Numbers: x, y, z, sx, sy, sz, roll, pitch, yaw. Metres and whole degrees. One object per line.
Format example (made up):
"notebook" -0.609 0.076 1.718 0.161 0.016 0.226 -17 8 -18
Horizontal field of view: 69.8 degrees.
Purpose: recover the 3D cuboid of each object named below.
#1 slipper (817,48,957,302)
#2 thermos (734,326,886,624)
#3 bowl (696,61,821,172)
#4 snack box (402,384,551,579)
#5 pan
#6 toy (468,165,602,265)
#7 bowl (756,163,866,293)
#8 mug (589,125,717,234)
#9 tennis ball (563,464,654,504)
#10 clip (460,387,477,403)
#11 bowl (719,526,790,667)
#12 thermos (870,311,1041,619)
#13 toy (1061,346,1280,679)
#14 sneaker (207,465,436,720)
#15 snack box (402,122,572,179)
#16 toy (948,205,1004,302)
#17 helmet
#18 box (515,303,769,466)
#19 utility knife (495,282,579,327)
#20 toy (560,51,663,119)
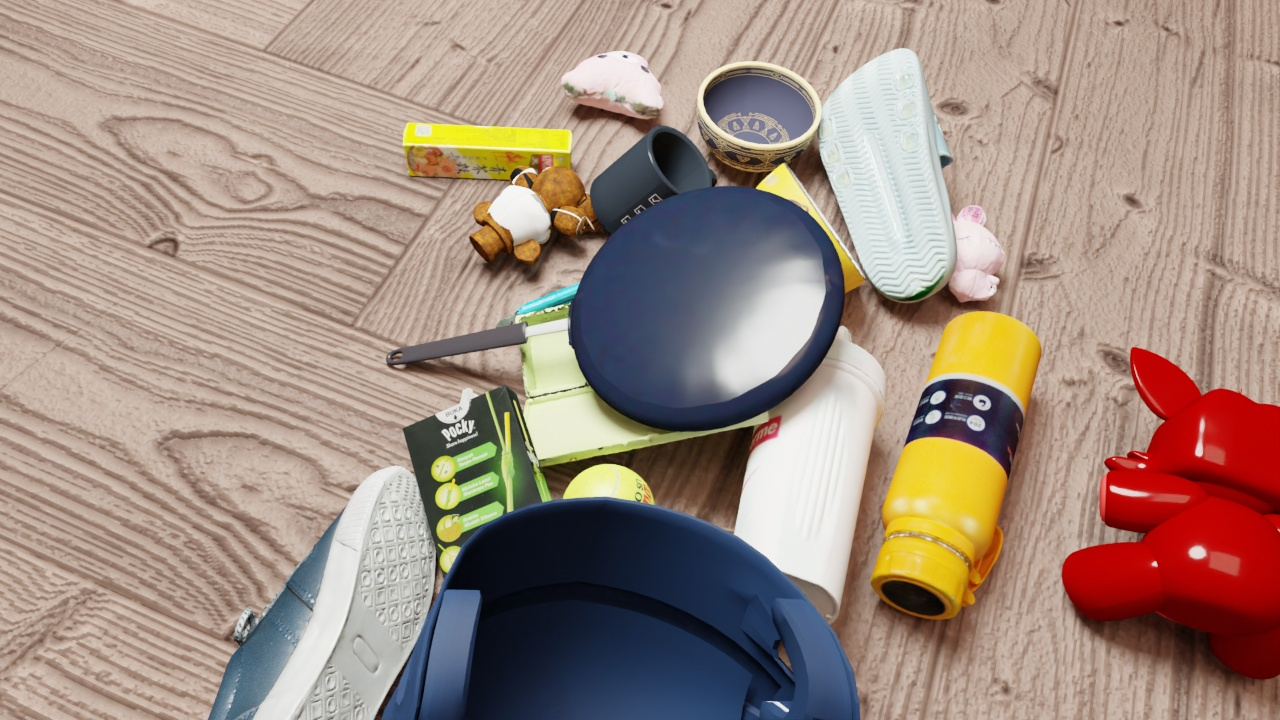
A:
"slipper" 0.225 -0.160 0.810 0.104 0.074 0.245 -22 63 33
"thermos" 0.116 0.070 0.632 0.099 0.100 0.219 16 48 5
"bowl" 0.105 -0.215 0.851 0.112 0.061 0.112 2 57 -3
"snack box" -0.104 0.100 0.628 0.080 0.025 0.147 -23 69 5
"pan" -0.032 -0.031 0.670 0.357 0.021 0.198 -10 59 16
"toy" -0.092 -0.124 0.781 0.112 0.067 0.087 -41 69 -16
"bowl" 0.126 -0.096 0.757 0.068 0.117 0.117 -35 61 15
"mug" 0.020 -0.148 0.786 0.104 0.078 0.071 -7 72 -46
"tennis ball" -0.022 0.105 0.635 0.065 0.065 0.065 2 57 -3
"clip" -0.116 0.066 0.681 0.054 0.040 0.101 -3 57 16
"bowl" 0.050 0.171 0.619 0.118 0.030 0.117 2 57 -4
"thermos" 0.238 0.075 0.669 0.091 0.076 0.232 25 58 8
"toy" 0.398 0.102 0.640 0.158 0.121 0.196 19 68 10
"sneaker" -0.201 0.169 0.572 0.087 0.089 0.234 -8 40 22
"snack box" -0.136 -0.187 0.826 0.148 0.040 0.028 2 58 -4
"toy" 0.281 -0.102 0.803 0.063 0.047 0.109 2 51 -4
"helmet" -0.018 0.229 0.457 0.232 0.223 0.272 6 26 -17
"box" -0.002 0.007 0.674 0.188 0.047 0.140 -14 56 14
"utility knife" -0.064 -0.051 0.760 0.123 0.022 0.015 -24 62 -15
"toy" -0.020 -0.271 0.884 0.099 0.053 0.095 15 45 1
